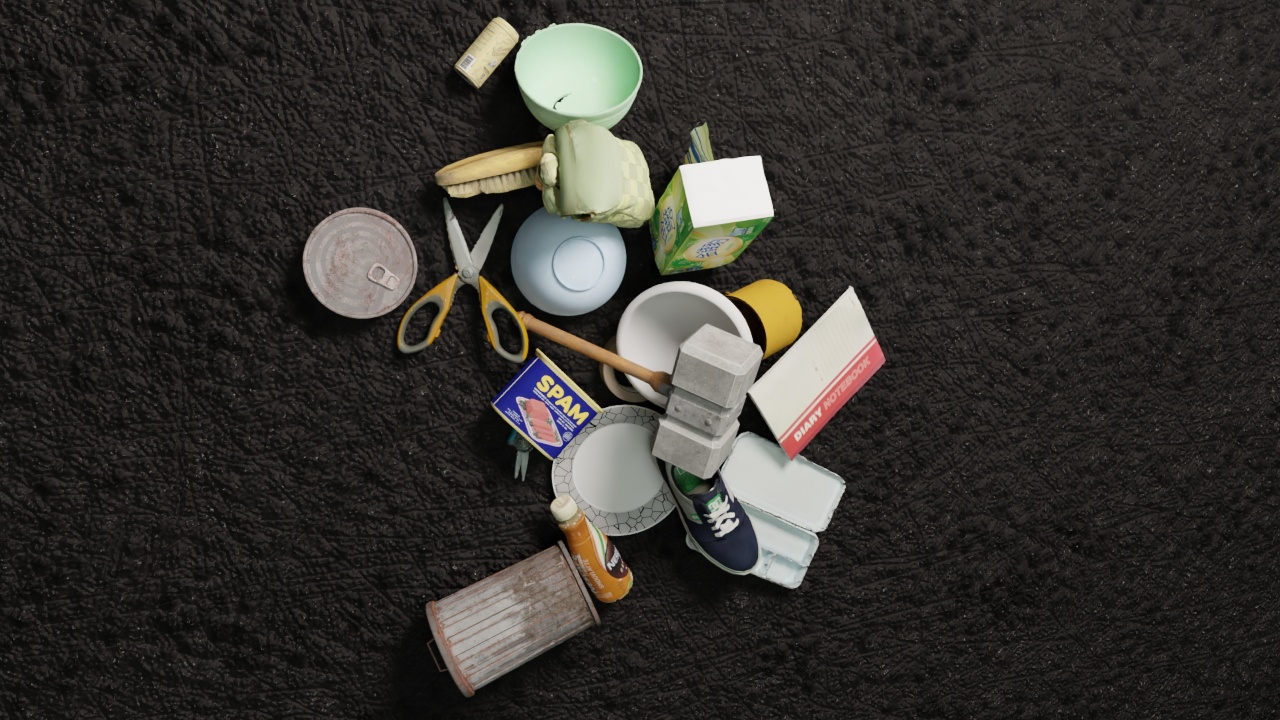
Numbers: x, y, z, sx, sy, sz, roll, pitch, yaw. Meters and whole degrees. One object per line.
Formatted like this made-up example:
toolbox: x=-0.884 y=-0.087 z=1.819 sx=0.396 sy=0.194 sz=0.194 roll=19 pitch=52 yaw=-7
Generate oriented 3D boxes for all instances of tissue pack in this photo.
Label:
tissue pack: x=0.075 y=-0.204 z=1.128 sx=0.120 sy=0.198 sz=0.141 roll=-9 pitch=80 yaw=-19

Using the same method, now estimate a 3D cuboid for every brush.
brush: x=-0.153 y=-0.235 z=1.120 sx=0.195 sy=0.059 sz=0.043 roll=-17 pitch=116 yaw=-18

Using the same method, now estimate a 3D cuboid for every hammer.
hammer: x=-0.024 y=0.004 z=1.136 sx=0.318 sy=0.082 sz=0.163 roll=24 pitch=121 yaw=17

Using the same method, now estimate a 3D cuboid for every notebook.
notebook: x=0.249 y=0.020 z=1.269 sx=0.208 sy=0.012 sz=0.153 roll=-44 pitch=127 yaw=-12

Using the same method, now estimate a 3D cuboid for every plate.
plate: x=-0.027 y=0.148 z=1.251 sx=0.188 sy=0.016 sz=0.189 roll=-3 pitch=106 yaw=-10

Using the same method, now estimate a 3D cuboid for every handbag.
handbag: x=-0.058 y=-0.210 z=1.088 sx=0.117 sy=0.186 sz=0.113 roll=-2 pitch=91 yaw=23

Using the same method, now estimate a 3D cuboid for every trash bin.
trash bin: x=-0.173 y=0.337 z=1.199 sx=0.211 sy=0.131 sz=0.131 roll=-25 pitch=107 yaw=-10

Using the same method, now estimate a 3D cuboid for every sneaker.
sneaker: x=0.095 y=0.196 z=1.222 sx=0.084 sy=0.079 sz=0.235 roll=-34 pitch=104 yaw=-11

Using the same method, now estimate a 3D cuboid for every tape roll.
tape roll: x=-0.007 y=0.007 z=1.226 sx=0.093 sy=0.030 sz=0.094 roll=-3 pitch=102 yaw=-14

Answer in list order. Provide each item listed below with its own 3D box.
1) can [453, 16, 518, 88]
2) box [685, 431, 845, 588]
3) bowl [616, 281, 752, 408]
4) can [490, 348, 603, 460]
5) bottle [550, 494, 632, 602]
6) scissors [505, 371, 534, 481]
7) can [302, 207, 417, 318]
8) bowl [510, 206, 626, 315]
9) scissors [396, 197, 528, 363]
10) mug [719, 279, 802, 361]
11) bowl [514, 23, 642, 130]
can: x=-0.184 y=-0.368 z=1.096 sx=0.038 sy=0.038 sz=0.079 roll=40 pitch=89 yaw=-19
box: x=0.182 y=0.216 z=1.314 sx=0.208 sy=0.037 sz=0.189 roll=24 pitch=87 yaw=-25
bowl: x=0.061 y=-0.023 z=1.167 sx=0.177 sy=0.066 sz=0.177 roll=8 pitch=117 yaw=16
can: x=-0.121 y=0.058 z=1.172 sx=0.092 sy=0.056 sz=0.116 roll=-47 pitch=112 yaw=-4
bottle: x=-0.069 y=0.251 z=1.234 sx=0.059 sy=0.059 sz=0.167 roll=-32 pitch=116 yaw=-7
scissors: x=-0.146 y=0.083 z=1.211 sx=0.144 sy=0.019 sz=0.126 roll=-42 pitch=109 yaw=-2
can: x=-0.336 y=-0.118 z=1.104 sx=0.130 sy=0.044 sz=0.130 roll=-3 pitch=102 yaw=-14
bowl: x=-0.084 y=-0.125 z=1.155 sx=0.150 sy=0.075 sz=0.151 roll=-3 pitch=102 yaw=-14
scissors: x=-0.227 y=-0.088 z=1.146 sx=0.216 sy=0.016 sz=0.225 roll=-21 pitch=96 yaw=-1
mug: x=0.141 y=-0.056 z=1.211 sx=0.093 sy=0.124 sz=0.101 roll=-27 pitch=145 yaw=-42
bowl: x=-0.075 y=-0.324 z=1.099 sx=0.151 sy=0.077 sz=0.150 roll=2 pitch=60 yaw=-5
